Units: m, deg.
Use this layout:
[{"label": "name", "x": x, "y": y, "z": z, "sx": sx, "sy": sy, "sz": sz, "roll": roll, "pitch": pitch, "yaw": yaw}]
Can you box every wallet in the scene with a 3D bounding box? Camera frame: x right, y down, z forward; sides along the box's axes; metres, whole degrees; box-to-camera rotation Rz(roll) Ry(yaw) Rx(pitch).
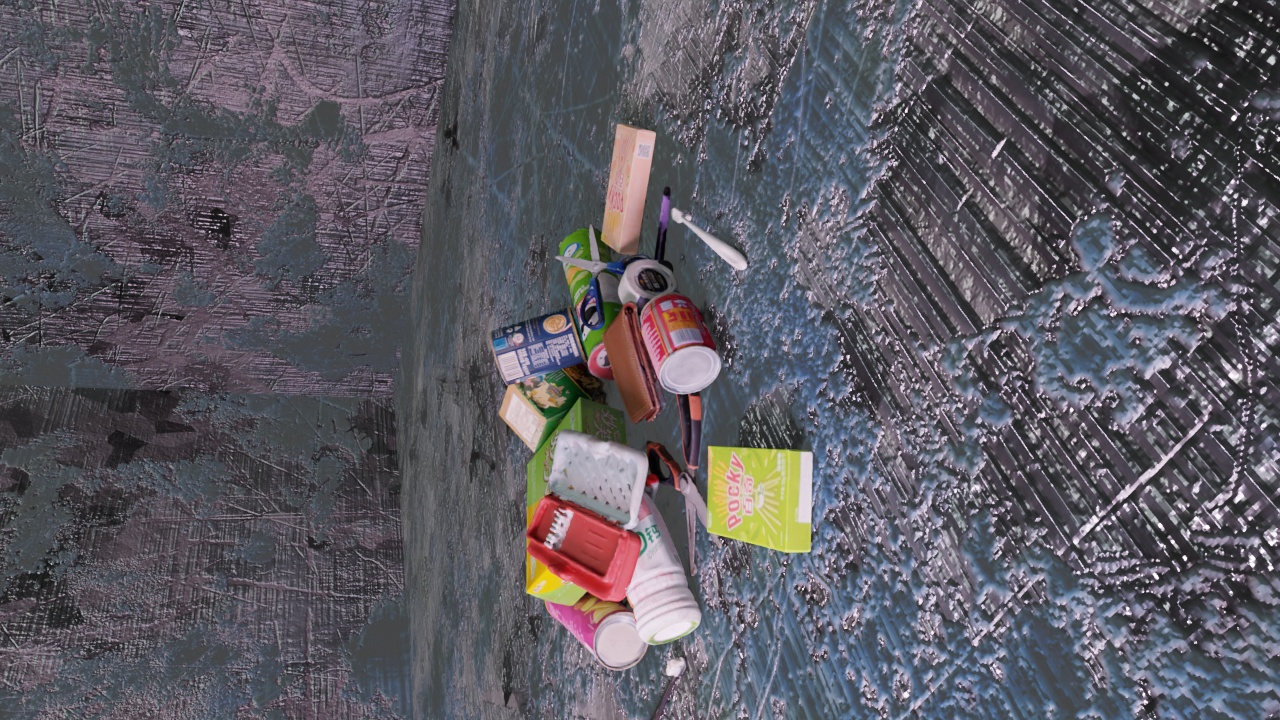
[{"label": "wallet", "x": -0.006, "y": 0.006, "z": 1.034, "sx": 0.101, "sy": 0.032, "sz": 0.124, "roll": 130, "pitch": 123, "yaw": -71}]

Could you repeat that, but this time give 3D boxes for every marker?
[{"label": "marker", "x": 0.004, "y": 0.188, "z": 1.063, "sx": 0.017, "sy": 0.017, "sz": 0.145, "roll": -114, "pitch": 26, "yaw": -50}]

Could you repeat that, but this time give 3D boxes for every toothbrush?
[{"label": "toothbrush", "x": 0.020, "y": -0.111, "z": 1.091, "sx": 0.017, "sy": 0.014, "sz": 0.189, "roll": -151, "pitch": 66, "yaw": -70}, {"label": "toothbrush", "x": 0.019, "y": 0.389, "z": 1.024, "sx": 0.015, "sy": 0.018, "sz": 0.181, "roll": -116, "pitch": 34, "yaw": -47}, {"label": "toothbrush", "x": 0.072, "y": -0.129, "z": 0.960, "sx": 0.180, "sy": 0.016, "sz": 0.016, "roll": -129, "pitch": 44, "yaw": -57}]

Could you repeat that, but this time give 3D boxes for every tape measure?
[{"label": "tape measure", "x": 0.009, "y": -0.082, "z": 1.042, "sx": 0.034, "sy": 0.066, "sz": 0.065, "roll": 118, "pitch": 148, "yaw": -50}]

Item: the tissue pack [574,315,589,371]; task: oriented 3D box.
[{"label": "tissue pack", "x": -0.109, "y": 0.006, "z": 1.360, "sx": 0.134, "sy": 0.050, "sz": 0.093, "roll": 118, "pitch": 149, "yaw": -47}]

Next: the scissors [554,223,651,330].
[{"label": "scissors", "x": -0.048, "y": -0.110, "z": 1.147, "sx": 0.175, "sy": 0.012, "sz": 0.162, "roll": -4, "pitch": 61, "yaw": 32}]

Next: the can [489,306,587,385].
[{"label": "can", "x": -0.133, "y": -0.018, "z": 1.183, "sx": 0.075, "sy": 0.111, "sz": 0.075, "roll": 146, "pitch": 106, "yaw": -90}]

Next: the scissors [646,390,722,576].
[{"label": "scissors", "x": 0.048, "y": 0.116, "z": 0.987, "sx": 0.225, "sy": 0.015, "sz": 0.189, "roll": -133, "pitch": 50, "yaw": -61}]

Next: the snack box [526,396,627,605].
[{"label": "snack box", "x": -0.080, "y": 0.175, "z": 1.152, "sx": 0.158, "sy": 0.070, "sz": 0.209, "roll": -51, "pitch": 30, "yaw": 35}]

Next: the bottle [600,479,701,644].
[{"label": "bottle", "x": 0.002, "y": 0.200, "z": 0.984, "sx": 0.196, "sy": 0.068, "sz": 0.068, "roll": 68, "pitch": 149, "yaw": 32}]

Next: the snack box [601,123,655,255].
[{"label": "snack box", "x": -0.017, "y": -0.222, "z": 1.185, "sx": 0.084, "sy": 0.026, "sz": 0.157, "roll": -136, "pitch": 52, "yaw": -63}]

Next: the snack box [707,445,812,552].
[{"label": "snack box", "x": 0.103, "y": 0.121, "z": 0.825, "sx": 0.157, "sy": 0.026, "sz": 0.085, "roll": 171, "pitch": 102, "yaw": -69}]

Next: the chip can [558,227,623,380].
[{"label": "chip can", "x": -0.054, "y": -0.079, "z": 1.200, "sx": 0.235, "sy": 0.072, "sz": 0.072, "roll": -108, "pitch": 29, "yaw": -44}]

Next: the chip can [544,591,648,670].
[{"label": "chip can", "x": -0.059, "y": 0.323, "z": 1.159, "sx": 0.211, "sy": 0.071, "sz": 0.071, "roll": -178, "pitch": 91, "yaw": -68}]

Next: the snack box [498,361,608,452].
[{"label": "snack box", "x": -0.126, "y": 0.058, "z": 1.257, "sx": 0.118, "sy": 0.105, "sz": 0.118, "roll": 45, "pitch": 140, "yaw": 18}]

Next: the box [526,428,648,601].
[{"label": "box", "x": -0.056, "y": 0.160, "z": 0.993, "sx": 0.201, "sy": 0.039, "sz": 0.158, "roll": 9, "pitch": 79, "yaw": 59}]

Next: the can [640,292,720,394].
[{"label": "can", "x": 0.039, "y": -0.020, "z": 0.953, "sx": 0.093, "sy": 0.066, "sz": 0.067, "roll": -110, "pitch": 30, "yaw": -45}]
